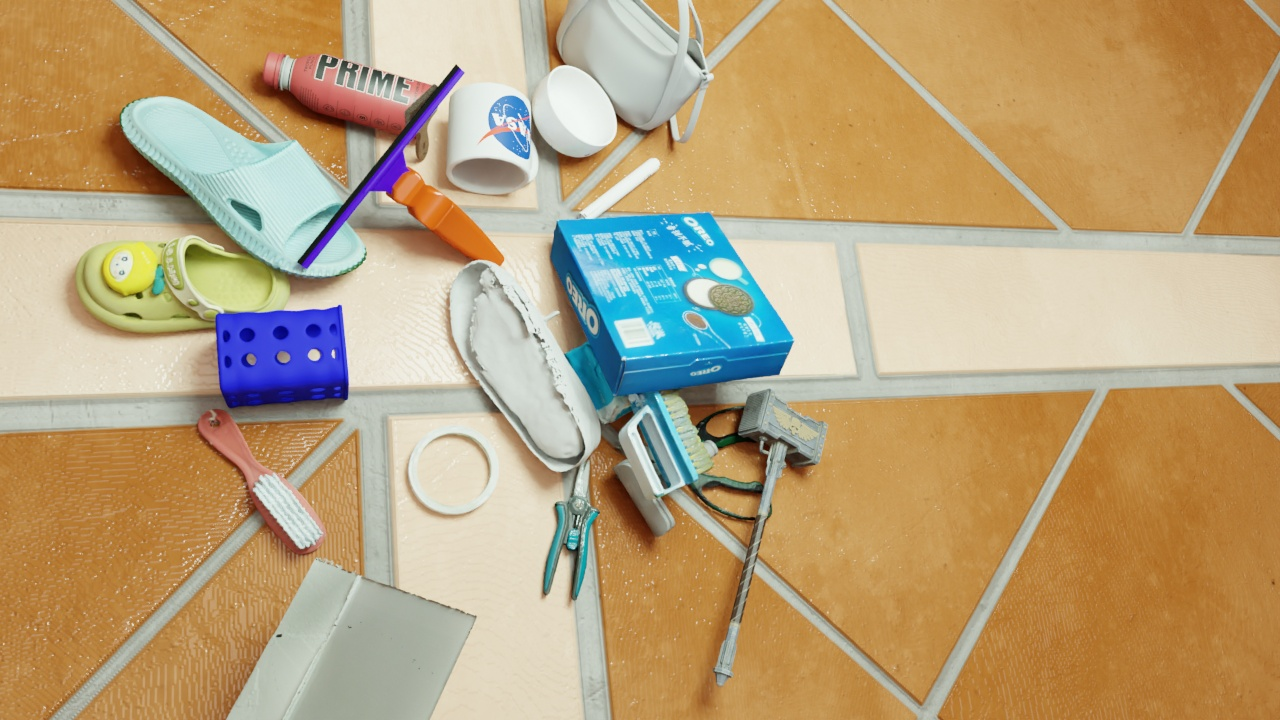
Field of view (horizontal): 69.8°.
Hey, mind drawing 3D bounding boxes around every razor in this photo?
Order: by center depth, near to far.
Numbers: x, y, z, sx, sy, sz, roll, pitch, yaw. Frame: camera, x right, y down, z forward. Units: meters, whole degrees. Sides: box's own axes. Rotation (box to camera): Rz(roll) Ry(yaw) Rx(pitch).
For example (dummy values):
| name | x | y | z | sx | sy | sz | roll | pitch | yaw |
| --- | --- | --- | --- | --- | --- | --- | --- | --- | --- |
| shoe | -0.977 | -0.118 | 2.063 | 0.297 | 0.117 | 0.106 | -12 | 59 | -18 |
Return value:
| name | x | y | z | sx | sy | sz | roll | pitch | yaw |
| --- | --- | --- | --- | --- | --- | --- | --- | --- | --- |
| razor | 0.039 | 0.124 | 1.006 | 0.116 | 0.047 | 0.088 | -32 | 90 | -28 |

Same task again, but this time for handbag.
| name | x | y | z | sx | sy | sz | roll | pitch | yaw |
| --- | --- | --- | --- | --- | --- | --- | --- | --- | --- |
| handbag | 0.011 | -0.371 | 1.051 | 0.216 | 0.223 | 0.095 | 43 | 66 | -4 |

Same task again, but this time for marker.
| name | x | y | z | sx | sy | sz | roll | pitch | yaw |
| --- | --- | --- | --- | --- | --- | --- | --- | --- | --- |
| marker | -0.023 | -0.206 | 1.103 | 0.017 | 0.020 | 0.133 | 47 | 65 | 2 |

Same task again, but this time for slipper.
| name | x | y | z | sx | sy | sz | roll | pitch | yaw |
| --- | --- | --- | --- | --- | --- | --- | --- | --- | --- |
| slipper | -0.440 | -0.076 | 0.886 | 0.190 | 0.082 | 0.091 | 2 | 77 | -22 |
| slipper | -0.396 | -0.185 | 0.925 | 0.276 | 0.070 | 0.115 | 39 | 43 | -3 |
| slipper | -0.120 | 0.001 | 0.981 | 0.112 | 0.074 | 0.246 | -33 | 85 | 7 |

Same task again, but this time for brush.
| name | x | y | z | sx | sy | sz | roll | pitch | yaw |
| --- | --- | --- | --- | --- | --- | --- | --- | --- | --- |
| brush | -0.366 | 0.114 | 0.884 | 0.040 | 0.030 | 0.172 | -39 | 90 | -25 |
| brush | 0.013 | 0.070 | 0.954 | 0.075 | 0.056 | 0.136 | -20 | 83 | -32 |
| brush | -0.231 | -0.244 | 0.972 | 0.008 | 0.143 | 0.045 | 41 | 74 | -2 |

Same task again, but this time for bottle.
| name | x | y | z | sx | sy | sz | roll | pitch | yaw |
| --- | --- | --- | --- | --- | --- | --- | --- | --- | --- |
| bottle | -0.317 | -0.293 | 1.000 | 0.176 | 0.062 | 0.062 | 13 | 71 | -16 |

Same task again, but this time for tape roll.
| name | x | y | z | sx | sy | sz | roll | pitch | yaw |
| --- | --- | --- | --- | --- | --- | --- | --- | --- | --- |
| tape roll | -0.194 | 0.114 | 0.954 | 0.093 | 0.013 | 0.093 | 6 | 73 | -18 |

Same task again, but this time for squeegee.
| name | x | y | z | sx | sy | sz | roll | pitch | yaw |
| --- | --- | --- | --- | --- | --- | --- | --- | --- | --- |
| squeegee | -0.213 | -0.154 | 0.969 | 0.249 | 0.055 | 0.184 | -52 | 131 | -2 |

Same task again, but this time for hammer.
| name | x | y | z | sx | sy | sz | roll | pitch | yaw |
| --- | --- | --- | --- | --- | --- | --- | --- | --- | --- |
| hammer | 0.127 | 0.194 | 1.007 | 0.098 | 0.044 | 0.321 | 31 | 62 | -24 |

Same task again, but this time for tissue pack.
| name | x | y | z | sx | sy | sz | roll | pitch | yaw |
| --- | --- | --- | --- | --- | --- | --- | --- | --- | --- |
| tissue pack | -0.006 | 0.006 | 1.025 | 0.144 | 0.062 | 0.093 | -25 | 85 | -24 |

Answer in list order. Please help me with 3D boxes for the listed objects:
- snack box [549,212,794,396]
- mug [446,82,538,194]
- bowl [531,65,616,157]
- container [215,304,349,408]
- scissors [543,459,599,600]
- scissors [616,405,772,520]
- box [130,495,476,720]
| name | x | y | z | sx | sy | sz | roll | pitch | yaw |
| --- | --- | --- | --- | --- | --- | --- | --- | --- | --- |
| snack box | 0.028 | -0.072 | 1.004 | 0.195 | 0.056 | 0.238 | -6 | 45 | -21 |
| mug | -0.160 | -0.242 | 1.035 | 0.121 | 0.091 | 0.090 | 19 | 64 | -51 |
| bowl | -0.083 | -0.286 | 1.076 | 0.104 | 0.054 | 0.104 | 22 | 55 | -37 |
| container | -0.348 | -0.004 | 0.895 | 0.113 | 0.085 | 0.084 | -5 | 76 | -20 |
| scissors | -0.066 | 0.183 | 0.976 | 0.128 | 0.019 | 0.138 | -31 | 79 | -18 |
| scissors | 0.069 | 0.135 | 1.042 | 0.209 | 0.015 | 0.154 | -15 | 82 | -22 |
| box | -0.215 | 0.230 | 0.645 | 0.148 | 0.508 | 0.166 | 26 | 69 | -7 |
